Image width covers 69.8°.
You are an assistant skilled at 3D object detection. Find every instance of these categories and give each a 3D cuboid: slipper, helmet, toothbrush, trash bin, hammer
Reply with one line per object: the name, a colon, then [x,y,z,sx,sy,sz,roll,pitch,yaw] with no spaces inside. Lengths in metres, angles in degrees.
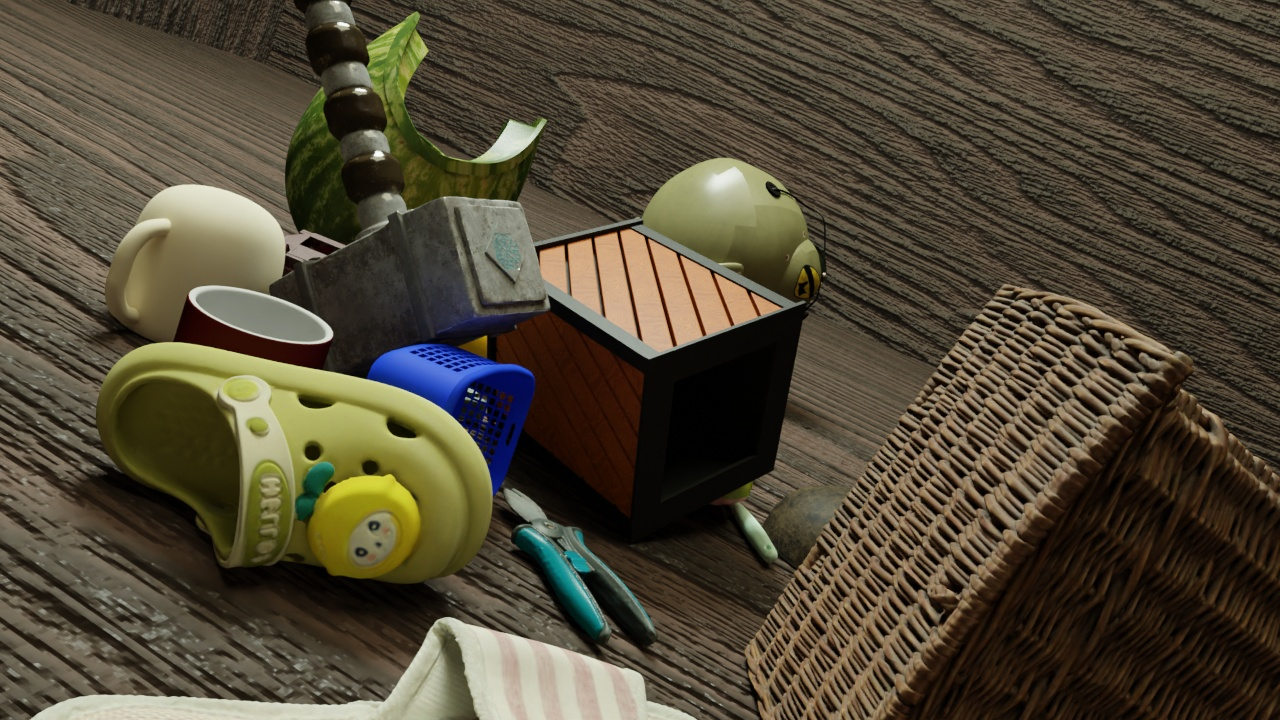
slipper: [-0.063,0.136,0.309,0.262,0.052,0.115,15,16,-32]
helmet: [0.093,-0.125,1.167,0.250,0.256,0.232,31,11,37]
helmet: [-0.239,-0.186,0.921,0.213,0.248,0.242,36,49,-22]
toothbrush: [0.078,0.118,0.723,0.022,0.015,0.154,-15,20,-8]
trash bin: [-0.004,0.004,0.658,0.139,0.140,0.172,-20,39,-36]
slipper: [-0.162,0.050,0.414,0.190,0.092,0.081,19,15,-2]
hammer: [-0.183,-0.151,0.598,0.177,0.326,0.079,-18,-3,32]

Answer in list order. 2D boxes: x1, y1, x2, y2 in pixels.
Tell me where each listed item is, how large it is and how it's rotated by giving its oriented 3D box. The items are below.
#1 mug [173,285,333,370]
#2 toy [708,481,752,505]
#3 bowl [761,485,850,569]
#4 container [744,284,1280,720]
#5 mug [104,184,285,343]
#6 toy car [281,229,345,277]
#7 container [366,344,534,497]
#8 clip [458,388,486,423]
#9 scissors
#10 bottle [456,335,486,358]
mug: [-0.219,0.006,0.498,0.073,0.083,0.106,14,15,-36]
toy: [0.053,0.079,0.738,0.090,0.051,0.109,15,21,17]
bowl: [0.162,0.133,0.716,0.121,0.056,0.121,22,12,-5]
container: [0.197,0.121,0.430,0.183,0.250,0.162,30,12,-7]
mug: [-0.302,-0.067,0.619,0.096,0.100,0.120,27,13,17]
toy car: [-0.251,-0.056,0.734,0.170,0.070,0.061,22,24,-5]
container: [-0.116,0.038,0.525,0.058,0.096,0.114,21,6,14]
clip: [-0.151,0.028,0.676,0.076,0.023,0.044,14,13,-43]
scissors: [-0.045,0.113,0.515,0.133,0.019,0.145,25,13,7]
bottle: [-0.119,-0.005,0.777,0.143,0.043,0.043,35,10,-12]
